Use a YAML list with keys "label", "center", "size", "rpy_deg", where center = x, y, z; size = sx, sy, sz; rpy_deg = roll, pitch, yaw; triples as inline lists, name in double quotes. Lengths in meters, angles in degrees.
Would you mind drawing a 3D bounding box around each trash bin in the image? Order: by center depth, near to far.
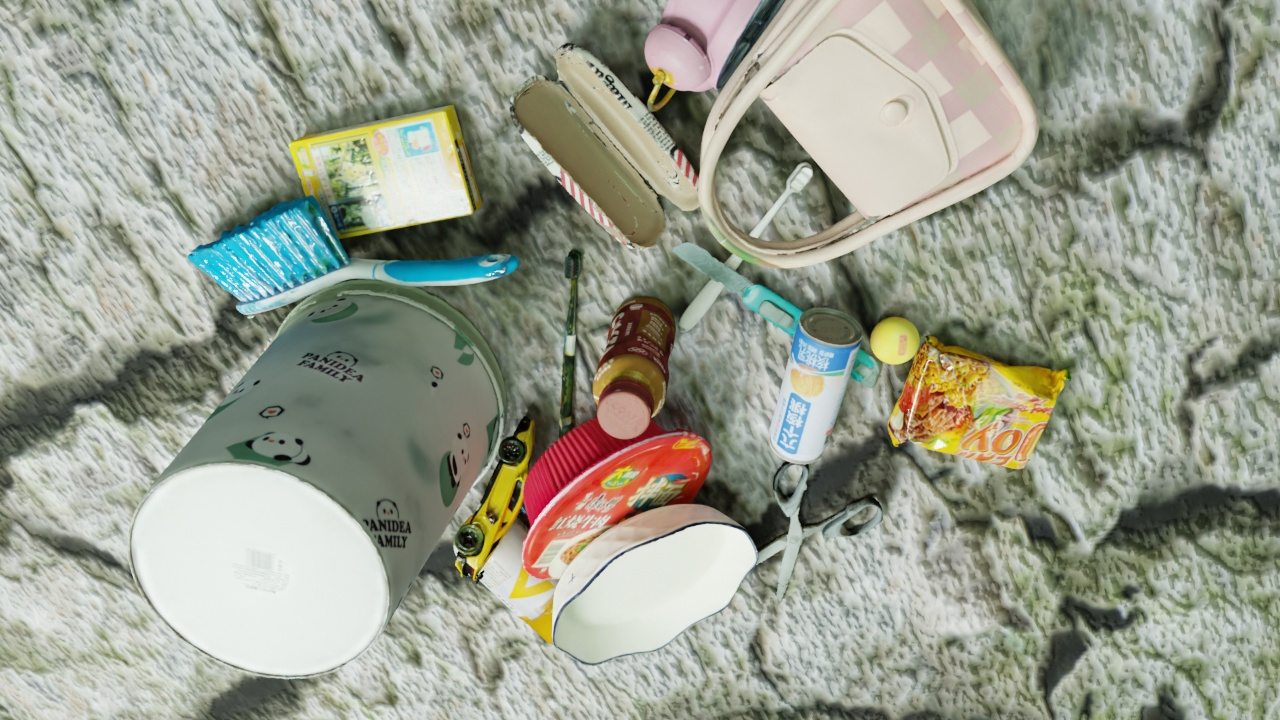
- label: "trash bin"
  center: [-0.248, 0.096, 0.731]
  size: [0.229, 0.251, 0.230]
  rpy_deg: [2, 116, 4]

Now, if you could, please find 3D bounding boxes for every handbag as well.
- label: "handbag"
  center: [0.145, -0.166, 0.665]
  size: [0.235, 0.093, 0.193]
  rpy_deg: [-40, 117, 18]

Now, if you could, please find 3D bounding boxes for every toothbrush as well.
- label: "toothbrush"
  center: [0.086, -0.090, 0.770]
  size: [0.016, 0.016, 0.180]
  rpy_deg: [32, 114, -12]
- label: "toothbrush"
  center: [-0.065, -0.009, 0.823]
  size: [0.012, 0.017, 0.186]
  rpy_deg: [12, 116, 14]

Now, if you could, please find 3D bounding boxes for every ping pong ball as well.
- label: "ping pong ball"
  center: [0.215, -0.017, 0.777]
  size: [0.040, 0.040, 0.040]
  rpy_deg: [2, 115, 5]

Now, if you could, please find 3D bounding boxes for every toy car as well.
- label: "toy car"
  center: [-0.126, 0.123, 0.827]
  size: [0.041, 0.071, 0.155]
  rpy_deg: [24, 76, -2]

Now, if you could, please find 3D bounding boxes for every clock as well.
- label: "clock"
  center: [0.055, -0.242, 0.650]
  size: [0.060, 0.117, 0.159]
  rpy_deg: [35, 111, 1]

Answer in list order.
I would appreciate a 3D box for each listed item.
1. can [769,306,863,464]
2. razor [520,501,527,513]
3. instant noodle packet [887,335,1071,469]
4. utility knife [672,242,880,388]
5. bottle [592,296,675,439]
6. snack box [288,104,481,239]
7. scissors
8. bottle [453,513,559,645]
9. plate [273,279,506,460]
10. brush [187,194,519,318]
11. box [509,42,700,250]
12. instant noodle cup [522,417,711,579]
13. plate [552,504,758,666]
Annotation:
- label: "can"
  center: [0.147, 0.024, 0.784]
  size: [0.053, 0.053, 0.135]
  rpy_deg: [9, 127, 2]
- label: "razor"
  center: [-0.072, 0.176, 0.909]
  size: [0.042, 0.022, 0.143]
  rpy_deg: [-44, 114, -24]
- label: "instant noodle packet"
  center: [0.291, 0.042, 0.796]
  size: [0.128, 0.044, 0.111]
  rpy_deg: [14, 120, -1]
- label: "utility knife"
  center: [0.121, -0.038, 0.784]
  size: [0.222, 0.013, 0.029]
  rpy_deg: [32, 118, -13]
- label: "bottle"
  center: [-0.004, 0.004, 0.736]
  size: [0.057, 0.174, 0.057]
  rpy_deg: [2, 115, 4]
- label: "snack box"
  center: [-0.211, -0.154, 0.763]
  size: [0.140, 0.033, 0.087]
  rpy_deg: [-9, 114, 9]
- label: "scissors"
  center: [0.149, 0.167, 0.885]
  size: [0.181, 0.014, 0.159]
  rpy_deg: [-20, 111, 16]
- label: "bottle"
  center: [-0.101, 0.224, 0.907]
  size: [0.068, 0.067, 0.189]
  rpy_deg: [-36, 107, 19]
- label: "plate"
  center: [-0.240, 0.036, 0.857]
  size: [0.230, 0.027, 0.230]
  rpy_deg: [2, 116, 5]
- label: "brush"
  center: [-0.238, -0.085, 0.738]
  size: [0.315, 0.060, 0.109]
  rpy_deg: [-12, 117, 34]
- label: "box"
  center: [-0.020, -0.168, 0.713]
  size: [0.162, 0.076, 0.088]
  rpy_deg: [47, 138, -13]
- label: "instant noodle cup"
  center: [-0.033, 0.111, 0.810]
  size: [0.194, 0.193, 0.066]
  rpy_deg: [-53, 57, 23]
- label: "plate"
  center: [0.010, 0.204, 0.848]
  size: [0.204, 0.045, 0.205]
  rpy_deg: [-18, 139, -17]
